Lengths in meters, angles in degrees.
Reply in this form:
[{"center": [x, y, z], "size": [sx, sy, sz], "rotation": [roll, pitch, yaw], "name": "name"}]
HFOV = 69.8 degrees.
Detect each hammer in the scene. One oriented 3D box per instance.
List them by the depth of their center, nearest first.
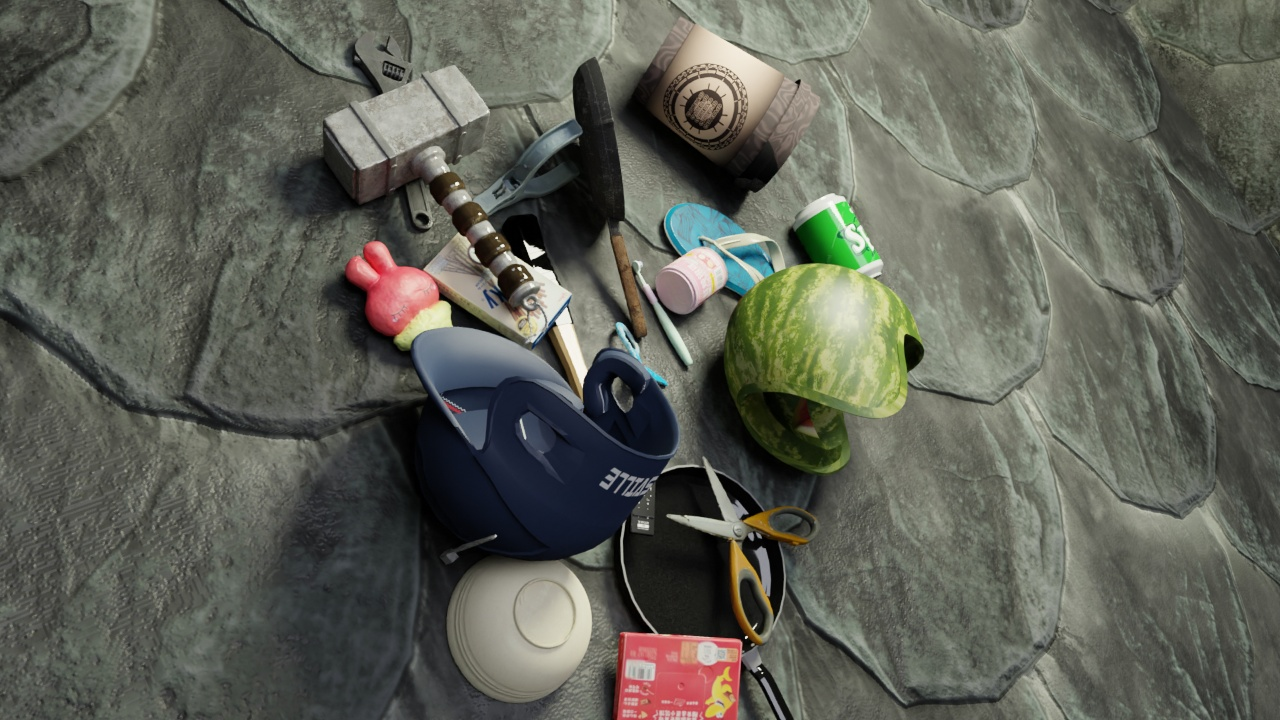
[{"center": [-0.194, -0.164, 1.021], "size": [0.176, 0.080, 0.326], "rotation": [-33, 82, -26], "name": "hammer"}, {"center": [-0.090, -0.024, 1.084], "size": [0.130, 0.039, 0.328], "rotation": [-13, 74, -35], "name": "hammer"}]

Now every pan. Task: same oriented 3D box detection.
[{"center": [0.099, 0.290, 1.049], "size": [0.224, 0.034, 0.356], "rotation": [-19, 79, -38], "name": "pan"}, {"center": [-0.040, -0.196, 1.147], "size": [0.040, 0.208, 0.357], "rotation": [-10, 92, -5], "name": "pan"}]

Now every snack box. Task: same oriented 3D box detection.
[{"center": [0.040, 0.336, 0.966], "size": [0.133, 0.021, 0.089], "rotation": [9, 79, -16], "name": "snack box"}, {"center": [-0.162, -0.083, 1.043], "size": [0.150, 0.026, 0.081], "rotation": [33, 61, 3], "name": "snack box"}]

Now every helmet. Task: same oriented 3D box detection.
[{"center": [-0.121, 0.071, 0.901], "size": [0.272, 0.223, 0.231], "rotation": [49, 21, 8], "name": "helmet"}, {"center": [0.227, -0.009, 1.163], "size": [0.243, 0.214, 0.246], "rotation": [28, 56, 5], "name": "helmet"}]

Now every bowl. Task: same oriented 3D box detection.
[{"center": [-0.108, 0.256, 0.907], "size": [0.150, 0.076, 0.150], "rotation": [14, 61, -27], "name": "bowl"}]

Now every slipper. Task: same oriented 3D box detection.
[{"center": [0.163, -0.129, 1.285], "size": [0.295, 0.060, 0.118], "rotation": [39, 49, -11], "name": "slipper"}]

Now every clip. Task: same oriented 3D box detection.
[{"center": [-0.118, -0.236, 1.128], "size": [0.032, 0.165, 0.165], "rotation": [54, 32, 6], "name": "clip"}]

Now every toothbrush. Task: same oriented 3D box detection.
[{"center": [-0.158, 0.175, 0.847], "size": [0.010, 0.182, 0.010], "rotation": [-42, 95, -30], "name": "toothbrush"}, {"center": [0.028, -0.061, 1.190], "size": [0.015, 0.022, 0.154], "rotation": [-28, 83, -2], "name": "toothbrush"}]

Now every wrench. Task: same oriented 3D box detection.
[{"center": [-0.288, -0.277, 1.095], "size": [0.073, 0.018, 0.273], "rotation": [-6, 72, -34], "name": "wrench"}]

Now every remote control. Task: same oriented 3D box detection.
[{"center": [0.003, 0.127, 1.037], "size": [0.030, 0.009, 0.140], "rotation": [13, 66, -27], "name": "remote control"}]

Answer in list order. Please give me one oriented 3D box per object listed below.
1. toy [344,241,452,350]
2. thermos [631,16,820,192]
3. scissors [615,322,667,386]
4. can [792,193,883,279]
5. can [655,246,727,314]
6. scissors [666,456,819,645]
[{"center": [-0.258, -0.067, 0.989], "size": [0.135, 0.045, 0.091], "rotation": [52, 49, -8], "name": "toy"}, {"center": [0.116, -0.370, 1.312], "size": [0.226, 0.173, 0.172], "rotation": [32, 53, -8], "name": "thermos"}, {"center": [-0.007, 0.006, 1.104], "size": [0.134, 0.011, 0.139], "rotation": [63, 19, 18], "name": "scissors"}, {"center": [0.295, -0.171, 1.371], "size": [0.087, 0.088, 0.140], "rotation": [-22, 80, -38], "name": "can"}, {"center": [0.067, -0.105, 1.204], "size": [0.076, 0.067, 0.067], "rotation": [-36, 89, -40], "name": "can"}, {"center": [0.127, 0.220, 1.071], "size": [0.225, 0.016, 0.229], "rotation": [12, 59, -28], "name": "scissors"}]
